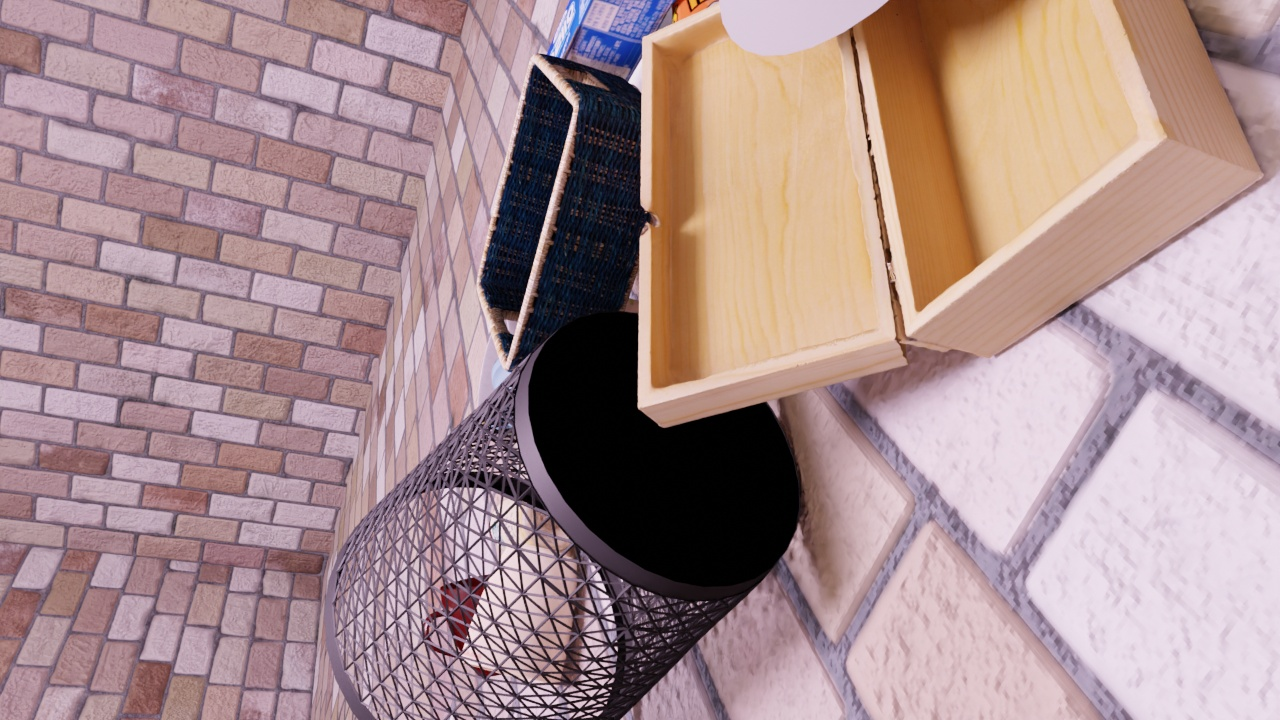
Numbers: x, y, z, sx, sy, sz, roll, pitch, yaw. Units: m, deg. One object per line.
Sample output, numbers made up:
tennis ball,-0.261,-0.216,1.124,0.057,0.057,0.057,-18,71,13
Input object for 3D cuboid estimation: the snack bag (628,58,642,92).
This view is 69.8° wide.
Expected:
snack bag,0.009,-0.286,0.835,0.077,0.036,0.115,138,139,-57

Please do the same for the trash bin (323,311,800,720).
trash bin,-0.044,0.108,0.545,0.244,0.216,0.216,-49,35,41

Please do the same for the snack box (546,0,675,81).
snack box,-0.020,-0.243,0.648,0.227,0.059,0.059,136,139,-60

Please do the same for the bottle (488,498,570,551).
bottle,-0.106,0.154,0.867,0.162,0.056,0.056,151,127,-64

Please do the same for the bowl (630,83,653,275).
bowl,-0.004,-0.123,0.734,0.177,0.070,0.177,-168,91,-69

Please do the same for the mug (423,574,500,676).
mug,-0.155,0.257,0.880,0.087,0.113,0.088,-15,82,49

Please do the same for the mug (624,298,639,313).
mug,-0.004,0.004,0.684,0.122,0.081,0.097,-15,56,46

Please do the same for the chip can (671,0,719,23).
chip can,0.054,-0.168,0.582,0.062,0.062,0.210,130,145,-51

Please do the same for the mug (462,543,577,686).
mug,-0.095,0.219,0.790,0.111,0.085,0.104,76,-154,-67

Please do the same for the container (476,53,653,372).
container,-0.050,-0.098,0.631,0.145,0.071,0.188,-120,43,-56

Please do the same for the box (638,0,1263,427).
box,0.103,-0.117,0.421,0.262,0.096,0.246,-24,51,36

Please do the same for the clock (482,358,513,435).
clock,-0.100,0.035,0.875,0.125,0.088,0.051,-54,37,42

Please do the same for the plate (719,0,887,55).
plate,0.092,-0.223,0.419,0.173,0.019,0.172,-30,48,40

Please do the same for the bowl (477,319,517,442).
bowl,-0.127,0.022,0.977,0.132,0.064,0.132,-171,91,-70

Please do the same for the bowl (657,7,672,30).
bowl,0.050,-0.302,0.709,0.151,0.056,0.150,-169,90,-69
